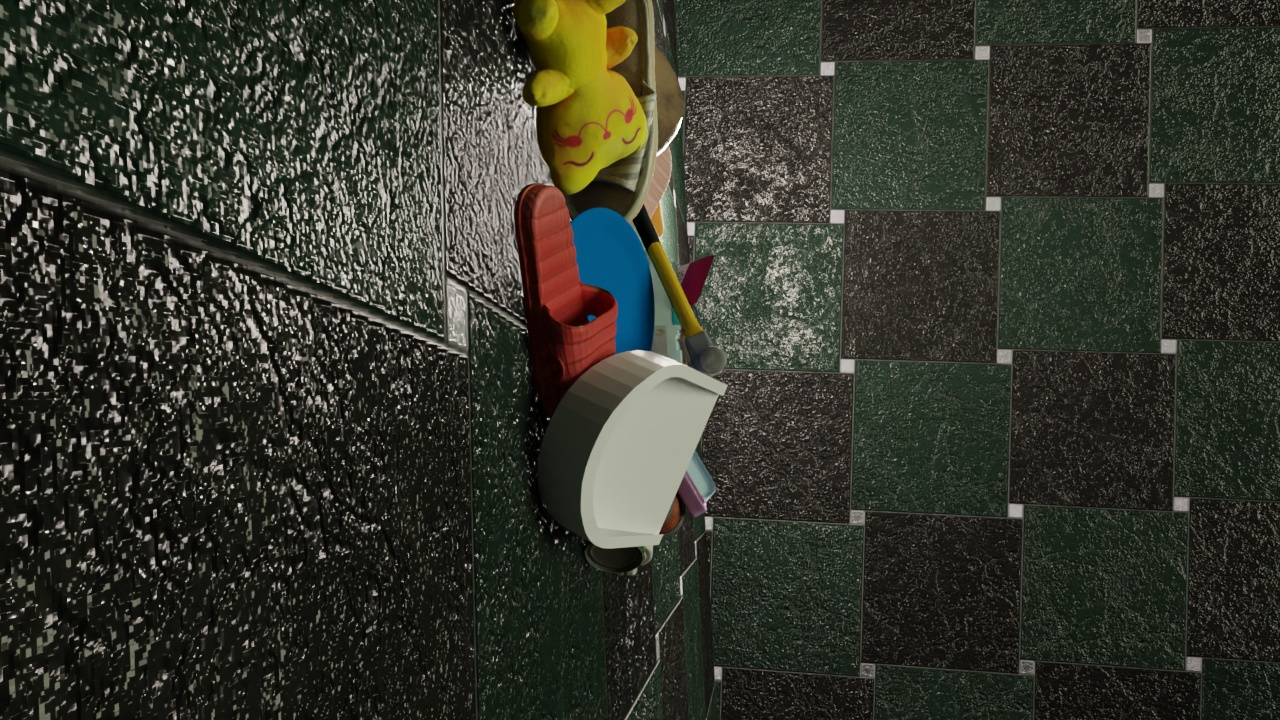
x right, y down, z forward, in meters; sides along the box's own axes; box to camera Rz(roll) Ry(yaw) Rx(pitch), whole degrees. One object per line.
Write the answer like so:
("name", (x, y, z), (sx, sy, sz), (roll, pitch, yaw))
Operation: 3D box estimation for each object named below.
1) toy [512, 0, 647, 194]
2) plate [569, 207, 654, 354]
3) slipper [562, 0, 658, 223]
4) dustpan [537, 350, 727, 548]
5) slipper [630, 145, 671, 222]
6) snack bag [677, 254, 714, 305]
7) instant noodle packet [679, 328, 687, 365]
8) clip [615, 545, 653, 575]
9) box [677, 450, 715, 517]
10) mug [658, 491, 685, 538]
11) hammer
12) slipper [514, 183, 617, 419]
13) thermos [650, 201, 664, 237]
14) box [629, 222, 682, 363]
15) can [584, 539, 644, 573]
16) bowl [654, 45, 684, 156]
("toy", (-0.066, -0.266, 0.882), (0.134, 0.087, 0.194), (-40, 137, -25))
("plate", (-0.048, -0.046, 0.957), (0.223, 0.024, 0.224), (-10, 102, -60))
("slipper", (-0.035, -0.278, 0.995), (0.054, 0.114, 0.272), (7, 89, -75))
("dustpan", (0.006, 0.093, 0.895), (0.257, 0.053, 0.191), (23, 90, -56))
("slipper", (-0.027, -0.220, 1.226), (0.197, 0.082, 0.093), (-68, 152, -10))
("snack bag", (0.029, -0.090, 1.199), (0.197, 0.016, 0.070), (-11, -126, 60))
("instant noodle packet", (0.029, 0.025, 1.249), (0.164, 0.084, 0.221), (33, 67, -87))
("clip", (-0.005, 0.210, 1.161), (0.126, 0.105, 0.152), (-81, 156, -49))
("box", (0.046, 0.131, 1.409), (0.214, 0.041, 0.151), (60, 17, 0))
("mug", (0.012, 0.195, 1.344), (0.111, 0.081, 0.117), (60, 10, -66))
("hammer", (0.015, -0.129, 1.042), (0.127, 0.029, 0.323), (106, -40, -84))
("slipper", (-0.058, -0.040, 0.843), (0.103, 0.059, 0.249), (-46, 130, -57))
("thermos", (-0.023, -0.279, 1.319), (0.076, 0.091, 0.233), (-53, 148, -33))
("box", (-0.030, -0.072, 1.089), (0.168, 0.087, 0.227), (15, 67, -45))
("can", (-0.026, 0.174, 1.047), (0.120, 0.067, 0.067), (-86, 169, -47))
("bowl", (-0.010, -0.326, 1.119), (0.162, 0.070, 0.162), (28, 52, -43))
